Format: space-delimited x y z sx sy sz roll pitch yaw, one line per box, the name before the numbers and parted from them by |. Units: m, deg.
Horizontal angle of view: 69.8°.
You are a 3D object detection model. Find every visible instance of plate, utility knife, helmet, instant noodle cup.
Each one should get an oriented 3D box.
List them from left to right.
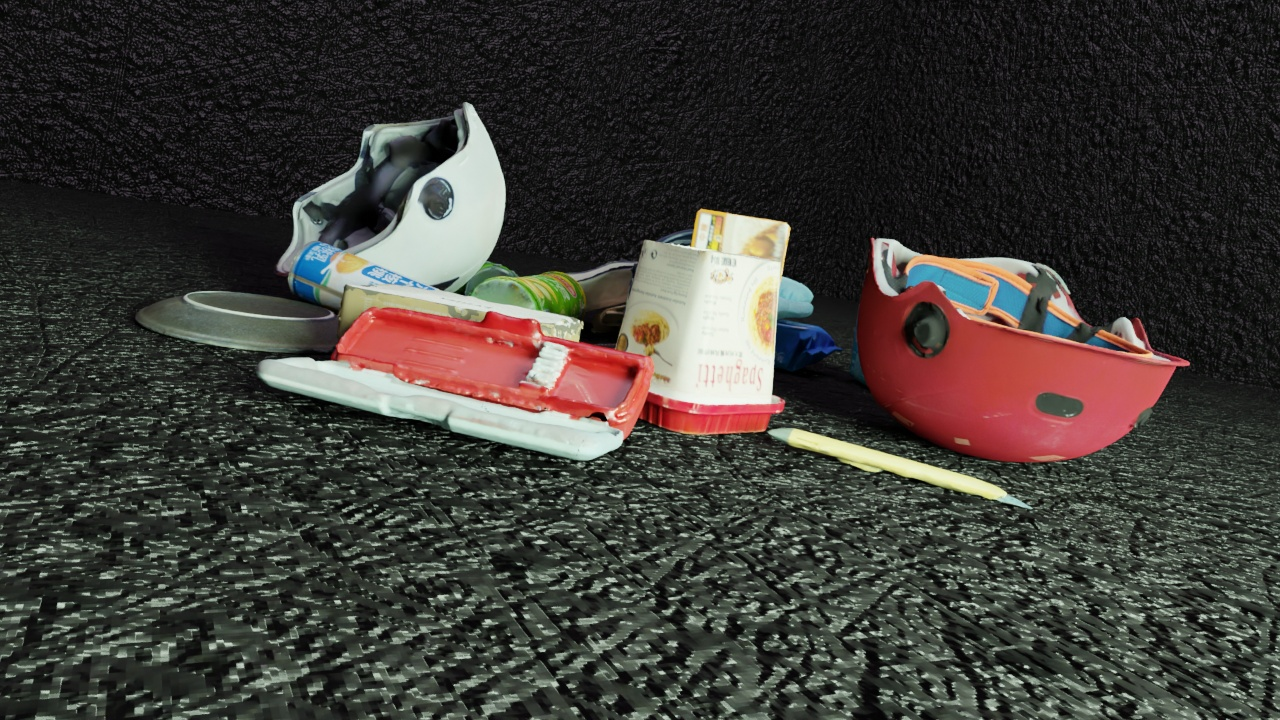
plate | -0.306 -0.035 0.738 0.179 0.024 0.179 9 8 -1
helmet | -0.241 -0.137 0.955 0.230 0.258 0.146 -3 -40 39
plate | -0.066 -0.087 1.109 0.205 0.045 0.204 -12 9 2
instant noodle cup | 0.042 -0.019 0.665 0.116 0.124 0.117 2 10 -42
utility knife | 0.165 0.066 0.591 0.167 0.018 0.030 10 12 19
helmet | 0.271 0.008 0.701 0.206 0.144 0.240 5 23 -24

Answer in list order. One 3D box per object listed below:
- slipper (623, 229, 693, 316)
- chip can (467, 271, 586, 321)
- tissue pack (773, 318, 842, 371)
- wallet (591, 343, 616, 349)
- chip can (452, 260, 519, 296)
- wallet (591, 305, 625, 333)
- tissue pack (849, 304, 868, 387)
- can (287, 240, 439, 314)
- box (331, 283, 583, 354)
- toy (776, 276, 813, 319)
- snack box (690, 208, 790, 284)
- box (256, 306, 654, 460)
slipper | 0.042 -0.088 0.939 0.105 0.095 0.252 21 27 5
chip can | -0.108 -0.049 0.891 0.072 0.072 0.221 10 8 6
tissue pack | 0.149 -0.022 1.072 0.157 0.052 0.094 13 11 28
wallet | -0.005 0.005 0.828 0.096 0.020 0.122 2 11 -19
chip can | -0.217 -0.093 1.087 0.072 0.072 0.236 4 10 -32
wallet | -0.011 -0.050 1.052 0.087 0.024 0.115 -8 -5 -14
tissue pack | 0.272 -0.013 1.006 0.050 0.093 0.133 4 9 -5
can | -0.232 -0.056 0.794 0.134 0.053 0.053 22 10 10
box | -0.139 -0.017 0.679 0.184 0.062 0.089 9 7 16
toy | 0.152 -0.076 1.081 0.156 0.050 0.161 -6 18 -40
snack box | 0.071 -0.041 0.747 0.075 0.154 0.026 11 8 10
box | -0.102 0.015 0.551 0.201 0.059 0.160 11 20 10
